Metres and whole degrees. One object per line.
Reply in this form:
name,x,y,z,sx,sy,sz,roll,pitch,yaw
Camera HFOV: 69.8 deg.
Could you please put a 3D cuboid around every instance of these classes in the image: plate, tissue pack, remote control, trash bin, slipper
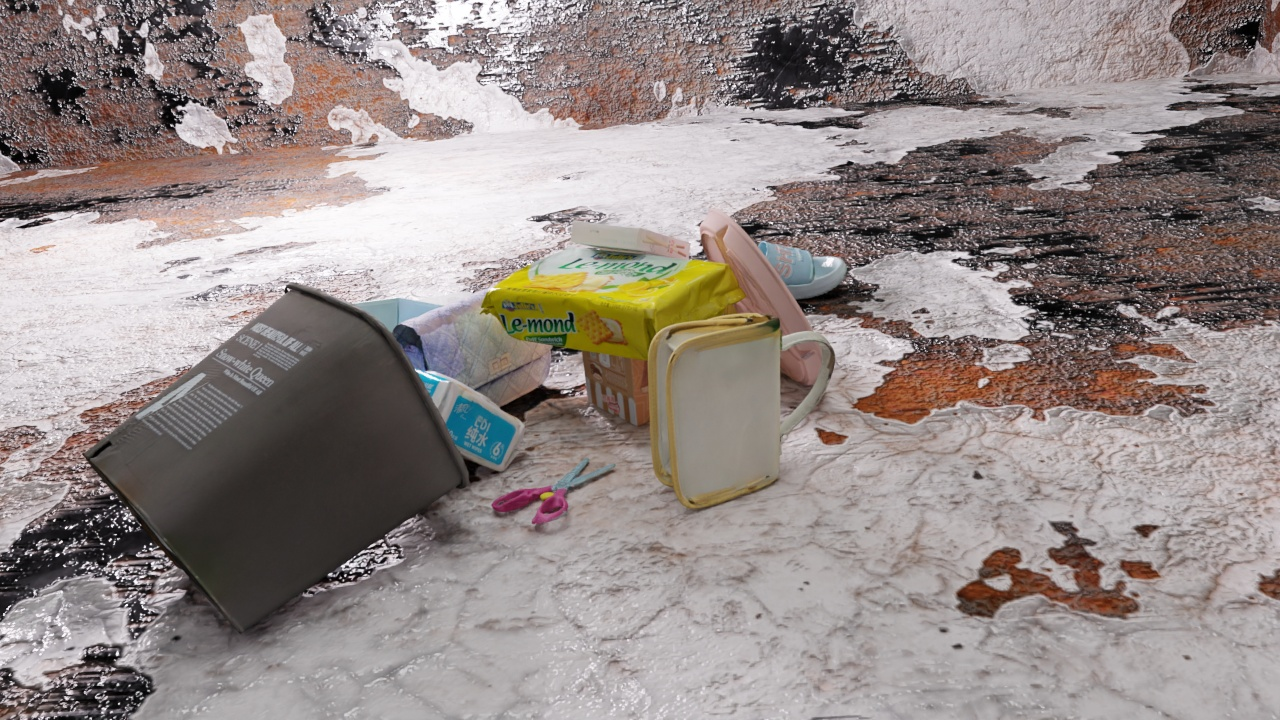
plate,0.131,-0.065,1.018,0.028,0.229,0.229,-34,27,-2
tissue pack,-0.185,0.056,0.909,0.090,0.140,0.063,14,74,37
remote control,-0.321,-0.073,1.355,0.150,0.021,0.058,-11,24,-12
trash bin,-0.301,0.079,0.763,0.199,0.199,0.219,19,48,43
slipper,0.173,-0.134,1.329,0.245,0.074,0.103,-4,22,7

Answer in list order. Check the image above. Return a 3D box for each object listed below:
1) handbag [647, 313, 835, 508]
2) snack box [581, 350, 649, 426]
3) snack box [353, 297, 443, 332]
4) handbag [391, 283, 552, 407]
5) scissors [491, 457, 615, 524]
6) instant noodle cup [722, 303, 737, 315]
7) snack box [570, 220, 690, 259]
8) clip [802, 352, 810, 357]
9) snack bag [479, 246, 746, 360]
handbag,0.096,0.037,0.841,0.178,0.163,0.063,-12,24,-20
snack box,-0.006,0.006,1.015,0.076,0.094,0.093,-22,28,-34
snack box,-0.333,-0.046,1.185,0.175,0.051,0.074,-3,-6,40
handbag,-0.181,-0.010,1.039,0.076,0.134,0.193,11,29,36
scissors,-0.084,0.120,0.873,0.105,0.017,0.135,-2,18,21
instant noodle cup,0.063,-0.065,1.159,0.123,0.116,0.116,-5,20,-32
snack box,-0.008,-0.137,1.068,0.085,0.027,0.156,9,5,23
clip,0.196,-0.013,1.115,0.024,0.029,0.056,-9,31,-4
snack bag,-0.034,-0.062,0.968,0.247,0.068,0.157,11,28,33
